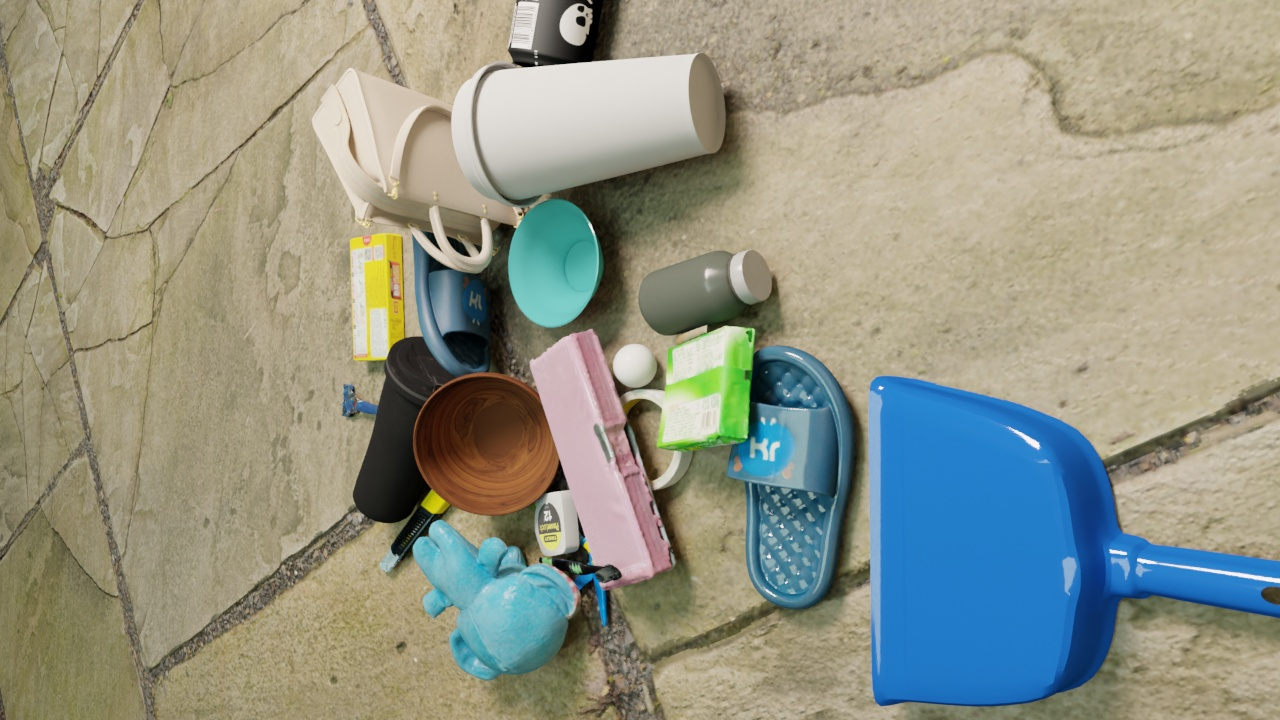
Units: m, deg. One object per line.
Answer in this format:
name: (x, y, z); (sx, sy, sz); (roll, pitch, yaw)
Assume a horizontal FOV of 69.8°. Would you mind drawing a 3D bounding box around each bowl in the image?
bowl: (-0.070, -0.093, 0.889); (0.121, 0.046, 0.121); (1, 92, 40)
bowl: (-0.150, 0.077, 0.935); (0.147, 0.068, 0.147); (1, 104, 3)

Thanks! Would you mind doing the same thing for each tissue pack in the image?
tissue pack: (0.054, 0.024, 0.765); (0.114, 0.034, 0.099); (-21, 60, 62)

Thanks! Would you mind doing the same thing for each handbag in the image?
handbag: (-0.205, -0.168, 0.902); (0.101, 0.194, 0.197); (-39, 63, 30)

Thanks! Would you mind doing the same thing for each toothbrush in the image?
toothbrush: (-0.064, 0.197, 0.871); (0.188, 0.017, 0.014); (-16, 90, 61)

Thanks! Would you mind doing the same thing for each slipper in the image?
slipper: (-0.192, -0.076, 0.969); (0.059, 0.103, 0.213); (-20, 70, 17)
slipper: (0.117, 0.094, 0.731); (0.104, 0.059, 0.213); (0, 93, 38)

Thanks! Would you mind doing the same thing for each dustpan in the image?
dustpan: (0.275, 0.134, 0.599); (0.258, 0.059, 0.245); (0, 91, 50)

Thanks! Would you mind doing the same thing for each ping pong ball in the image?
ping pong ball: (-0.005, 0.005, 0.841); (0.040, 0.040, 0.040); (1, 92, 40)

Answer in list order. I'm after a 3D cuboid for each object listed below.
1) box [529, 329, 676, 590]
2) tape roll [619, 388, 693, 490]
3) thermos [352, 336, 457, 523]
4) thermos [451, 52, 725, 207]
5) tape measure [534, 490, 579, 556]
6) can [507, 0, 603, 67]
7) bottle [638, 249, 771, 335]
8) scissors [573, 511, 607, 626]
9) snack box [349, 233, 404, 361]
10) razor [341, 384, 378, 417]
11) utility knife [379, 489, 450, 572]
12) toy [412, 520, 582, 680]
box: (-0.037, 0.092, 0.849); (0.098, 0.041, 0.232); (-34, 73, 51)
tape roll: (0.007, 0.073, 0.847); (0.094, 0.019, 0.094); (1, 92, 40)
thermos: (-0.256, 0.081, 1.021); (0.106, 0.105, 0.219); (47, 124, 29)
thermos: (-0.044, -0.209, 0.808); (0.222, 0.131, 0.131); (-2, 90, 27)
tape measure: (-0.085, 0.162, 0.918); (0.064, 0.016, 0.065); (-20, 74, 54)
can: (-0.074, -0.347, 0.863); (0.080, 0.080, 0.146); (21, 104, 38)
bottle: (0.054, -0.059, 0.777); (0.109, 0.060, 0.060); (-14, 82, 40)
scissors: (-0.045, 0.192, 0.898); (0.126, 0.016, 0.125); (-50, 58, 28)
snack box: (-0.319, -0.076, 1.113); (0.075, 0.025, 0.152); (-1, 91, 40)
razor: (-0.330, 0.058, 1.130); (0.141, 0.018, 0.044); (8, 96, 40)
utility knife: (-0.261, 0.193, 1.075); (0.198, 0.020, 0.028); (-48, 61, 29)
toy: (-0.150, 0.234, 0.928); (0.180, 0.114, 0.184); (48, 121, 4)
